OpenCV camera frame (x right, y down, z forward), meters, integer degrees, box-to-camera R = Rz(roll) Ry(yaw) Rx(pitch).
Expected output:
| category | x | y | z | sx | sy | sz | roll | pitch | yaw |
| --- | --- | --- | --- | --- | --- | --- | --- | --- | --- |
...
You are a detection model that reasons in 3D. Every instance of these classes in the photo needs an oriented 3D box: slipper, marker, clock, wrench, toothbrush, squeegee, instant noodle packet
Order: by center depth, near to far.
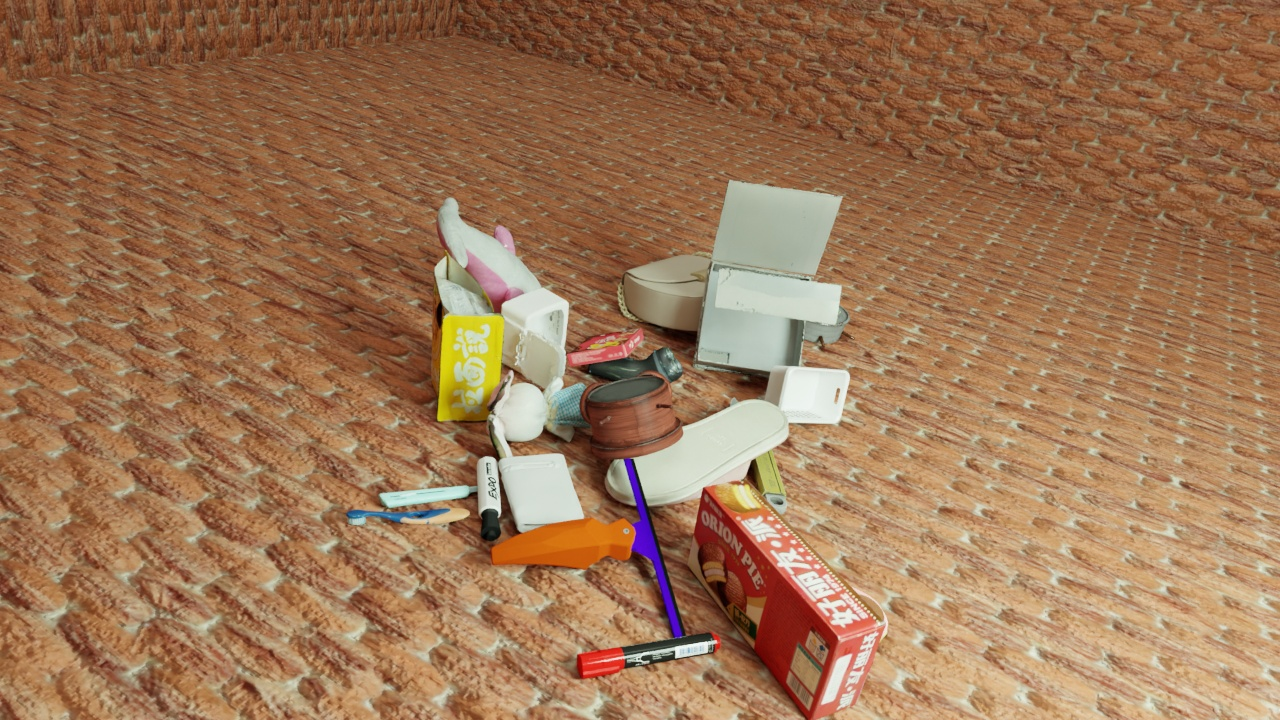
| category | x | y | z | sx | sy | sz | roll | pitch | yaw |
| --- | --- | --- | --- | --- | --- | --- | --- | --- | --- |
| marker | 0.010 | 0.287 | 0.896 | 0.144 | 0.021 | 0.023 | -3 | 53 | -21 |
| squeegee | -0.068 | 0.198 | 0.990 | 0.184 | 0.055 | 0.249 | -5 | 43 | -13 |
| toothbrush | -0.260 | 0.176 | 1.031 | 0.135 | 0.017 | 0.021 | 2 | 33 | -18 |
| marker | -0.175 | 0.160 | 1.061 | 0.025 | 0.025 | 0.125 | 2 | 34 | -13 |
| clock | -0.013 | 0.064 | 1.153 | 0.120 | 0.072 | 0.157 | -13 | 14 | -5 |
| slipper | 0.077 | 0.125 | 1.175 | 0.273 | 0.055 | 0.114 | -21 | 43 | -28 |
| wrench | 0.165 | 0.121 | 1.246 | 0.083 | 0.018 | 0.273 | 9 | 27 | -9 |
| instant noodle packet | -0.258 | -0.039 | 1.269 | 0.084 | 0.163 | 0.221 | -5 | 31 | -21 |
| clock | 0.303 | -0.080 | 1.620 | 0.103 | 0.056 | 0.148 | -13 | 37 | -35 |

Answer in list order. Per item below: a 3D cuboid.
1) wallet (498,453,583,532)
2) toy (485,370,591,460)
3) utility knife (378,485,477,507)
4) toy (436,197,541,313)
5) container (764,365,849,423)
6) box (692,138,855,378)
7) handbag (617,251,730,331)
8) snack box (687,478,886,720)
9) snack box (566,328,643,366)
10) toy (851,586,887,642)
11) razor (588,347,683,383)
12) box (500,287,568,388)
| category | x | y | z | sx | sy | sz | roll | pitch | yaw |
| --- | --- | --- | --- | --- | --- | --- | --- | --- | --- |
| wallet | -0.119 | 0.158 | 1.078 | 0.086 | 0.032 | 0.116 | 4 | 36 | -20 |
| toy | -0.134 | 0.059 | 1.204 | 0.106 | 0.131 | 0.204 | 12 | 18 | 40 |
| utility knife | -0.239 | 0.157 | 1.071 | 0.128 | 0.015 | 0.022 | -3 | 34 | -28 |
| toy | -0.249 | -0.129 | 1.437 | 0.128 | 0.265 | 0.186 | -28 | 51 | 12 |
| container | 0.237 | 0.046 | 1.331 | 0.129 | 0.081 | 0.049 | 4 | 11 | -36 |
| box | 0.190 | -0.146 | 1.376 | 0.167 | 0.370 | 0.149 | 8 | 31 | 0 |
| handbag | 0.087 | -0.112 | 1.590 | 0.209 | 0.103 | 0.210 | 21 | 30 | 37 |
| snack box | 0.137 | 0.234 | 0.933 | 0.060 | 0.113 | 0.236 | -9 | 33 | -28 |
| snack box | -0.051 | -0.021 | 1.381 | 0.089 | 0.021 | 0.132 | -9 | 11 | 13 |
| toy | 0.204 | 0.262 | 0.964 | 0.089 | 0.051 | 0.110 | -9 | 28 | -45 |
| razor | -0.008 | 0.008 | 1.358 | 0.141 | 0.064 | 0.053 | 5 | 5 | 15 |
| box | -0.136 | -0.024 | 1.334 | 0.137 | 0.109 | 0.123 | 26 | 34 | 30 |
